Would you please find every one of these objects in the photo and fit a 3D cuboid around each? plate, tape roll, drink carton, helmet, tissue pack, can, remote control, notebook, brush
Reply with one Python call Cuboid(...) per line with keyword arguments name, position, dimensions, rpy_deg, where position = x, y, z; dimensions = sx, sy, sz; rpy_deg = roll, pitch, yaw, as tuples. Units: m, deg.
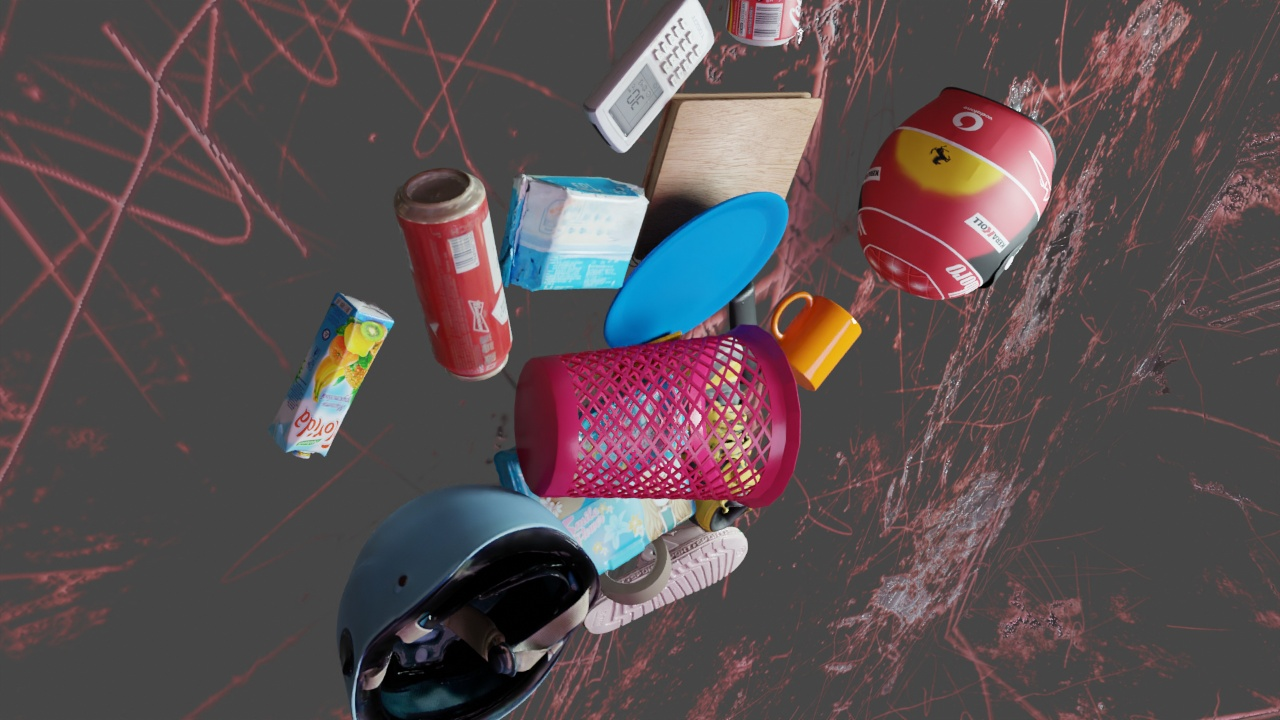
Cuboid(name="plate", position=(0.051, -0.091, 0.917), dimensions=(0.224, 0.024, 0.225), rpy_deg=(-32, 159, -14))
Cuboid(name="tape roll", position=(-0.011, 0.244, 1.101), dimensions=(0.093, 0.094, 0.030), rpy_deg=(-41, 143, -19))
Cuboid(name="drink carton", position=(-0.235, 0.013, 0.695), dimensions=(0.044, 0.038, 0.129), rpy_deg=(17, 106, -54))
Cuboid(name="helmet", position=(-0.167, 0.225, 0.836), dimensions=(0.225, 0.167, 0.266), rpy_deg=(9, 114, -40))
Cuboid(name="tissue pack", position=(-0.059, -0.110, 0.778), dimensions=(0.144, 0.062, 0.093), rpy_deg=(-9, 124, -50))
Cuboid(name="can", position=(-0.142, -0.063, 0.715), dimensions=(0.067, 0.067, 0.170), rpy_deg=(-32, 139, -28))
Cuboid(name="remote control", position=(0.128, -0.029, 1.100), dimensions=(0.041, 0.020, 0.152), rpy_deg=(-39, 141, -23))
Cuboid(name="remote control", position=(0.008, -0.244, 0.776), dimensions=(0.138, 0.025, 0.060), rpy_deg=(-51, 145, -4))
Cuboid(name="can", position=(0.109, -0.331, 0.787), dimensions=(0.064, 0.064, 0.105), rpy_deg=(-28, 137, -33))
Cuboid(name="notebook", position=(0.082, -0.180, 0.908), dimensions=(0.209, 0.022, 0.169), rpy_deg=(-16, 134, -42))
Cuboid(name="helmet", position=(0.371, -0.184, 1.104), dimensions=(0.225, 0.198, 0.270), rpy_deg=(-58, 153, 5))
Cuboid(name="brush", position=(-0.006, 0.006, 0.964), dimensions=(0.126, 0.017, 0.049), rpy_deg=(-22, 152, -35))

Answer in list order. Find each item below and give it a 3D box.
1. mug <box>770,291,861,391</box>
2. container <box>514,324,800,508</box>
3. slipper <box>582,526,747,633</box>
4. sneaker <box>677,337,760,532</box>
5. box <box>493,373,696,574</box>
Cuboid(name="mug", position=(0.208, -0.033, 1.154), dimensions=(0.112, 0.078, 0.096), rpy_deg=(42, 83, -27))
Cuboid(name="container", position=(0.006, 0.058, 0.875), dimensions=(0.225, 0.183, 0.183), rpy_deg=(-1, 122, -25))
Cuboid(name="slipper", position=(0.024, 0.271, 1.195), dimensions=(0.239, 0.064, 0.094), rpy_deg=(-25, 136, -10))
Cuboid(name="sneaker", position=(0.095, 0.098, 1.080), dimensions=(0.085, 0.122, 0.239), rpy_deg=(-14, 129, -45))
Cuboid(name="box", position=(-0.034, 0.135, 0.978), dimensions=(0.226, 0.039, 0.182), rpy_deg=(-26, 110, -35))
